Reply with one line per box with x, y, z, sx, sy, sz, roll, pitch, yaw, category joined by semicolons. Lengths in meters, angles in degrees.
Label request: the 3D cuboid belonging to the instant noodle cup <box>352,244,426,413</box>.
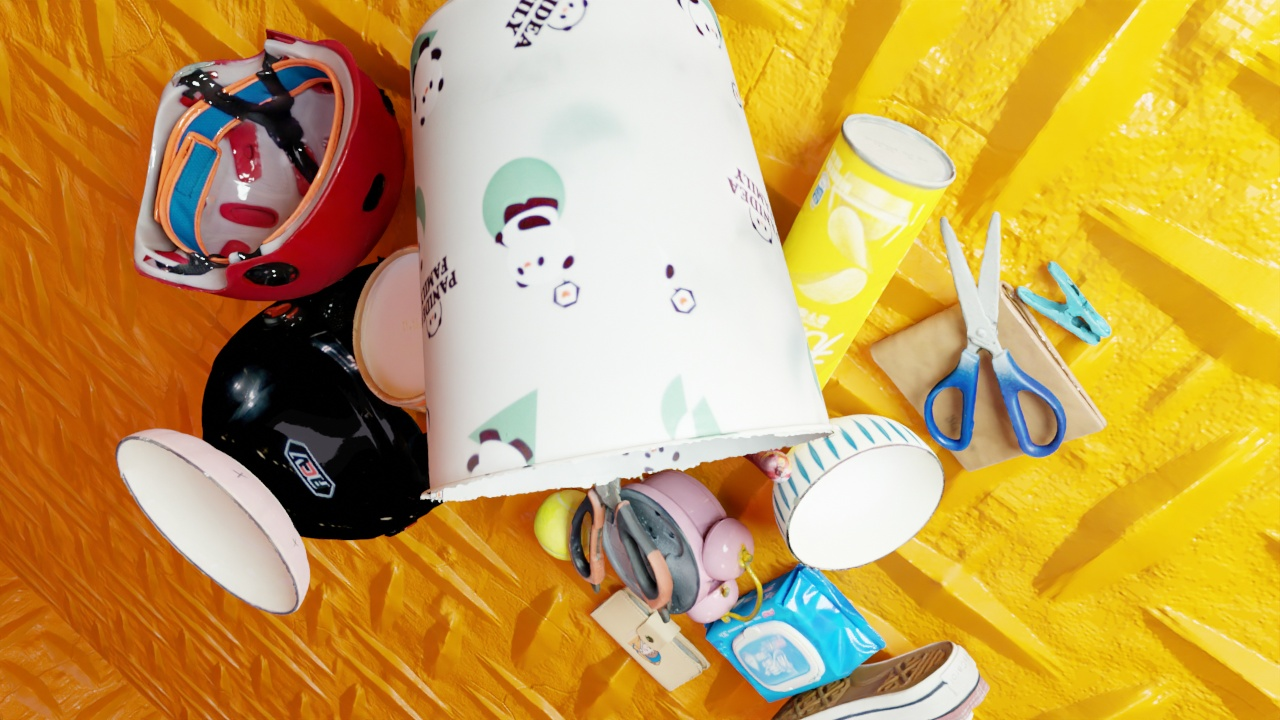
-0.142;-0.021;0.715;0.152;0.111;0.151;-5;81;32;instant noodle cup

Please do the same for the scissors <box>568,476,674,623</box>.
-0.024;0.123;0.759;0.190;0.015;0.224;-36;82;52;scissors

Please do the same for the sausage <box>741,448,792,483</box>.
0.084;0.065;0.630;0.020;0.020;0.156;50;179;-3;sausage

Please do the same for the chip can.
0.112;-0.043;0.575;0.072;0.071;0.214;35;132;13;chip can

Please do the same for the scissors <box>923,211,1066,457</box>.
0.199;-0.007;0.555;0.170;0.012;0.145;48;136;-5;scissors

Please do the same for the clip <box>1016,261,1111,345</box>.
0.247;-0.030;0.531;0.055;0.013;0.037;45;136;5;clip

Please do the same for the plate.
-0.339;0.126;0.746;0.192;0.038;0.193;20;135;21;plate

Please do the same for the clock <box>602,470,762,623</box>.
0.037;0.160;0.773;0.158;0.059;0.117;36;135;29;clock

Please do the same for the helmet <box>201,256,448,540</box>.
-0.276;0.052;0.832;0.233;0.230;0.275;65;172;-17;helmet

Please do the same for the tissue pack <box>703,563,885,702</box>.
0.126;0.235;0.781;0.095;0.052;0.158;46;136;1;tissue pack

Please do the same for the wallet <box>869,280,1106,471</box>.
0.218;0.015;0.582;0.115;0.020;0.101;50;137;-7;wallet

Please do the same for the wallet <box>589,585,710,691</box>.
0.009;0.278;0.921;0.115;0.024;0.088;45;135;4;wallet

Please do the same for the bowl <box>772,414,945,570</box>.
0.142;0.082;0.636;0.066;0.116;0.117;-116;23;-50;bowl

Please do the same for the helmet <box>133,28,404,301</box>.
-0.276;-0.143;0.742;0.240;0.144;0.206;-8;72;24;helmet

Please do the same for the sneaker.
0.190;0.296;0.738;0.088;0.118;0.242;54;140;6;sneaker

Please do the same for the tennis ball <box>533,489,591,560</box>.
-0.067;0.154;0.859;0.065;0.065;0.066;20;130;25;tennis ball

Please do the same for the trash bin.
-0.025;-0.061;0.523;0.230;0.229;0.251;-19;77;43;trash bin
